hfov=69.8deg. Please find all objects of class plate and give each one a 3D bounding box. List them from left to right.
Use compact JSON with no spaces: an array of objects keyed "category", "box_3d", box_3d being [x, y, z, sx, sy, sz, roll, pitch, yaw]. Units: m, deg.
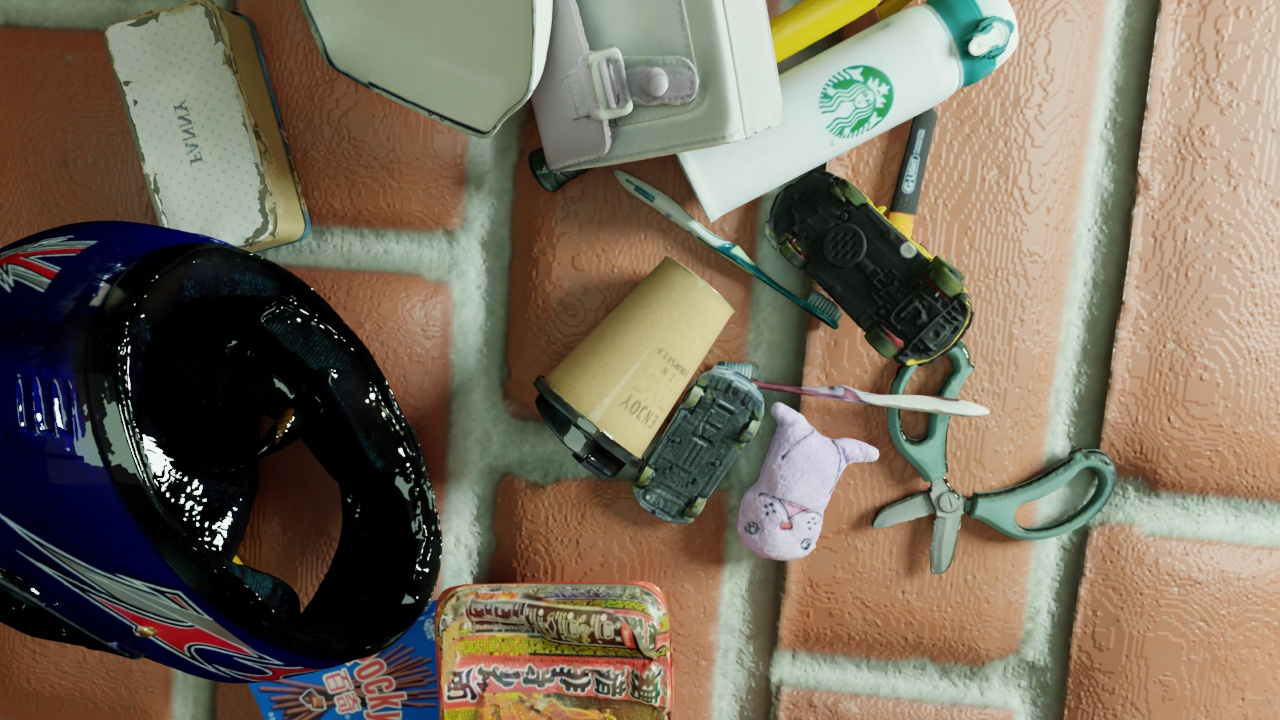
[{"category":"plate","box_3d":[-0.134,-0.234,0.539,0.266,0.034,0.162,31,130,36]}]

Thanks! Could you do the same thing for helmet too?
[{"category":"helmet","box_3d":[-0.302,0.069,0.578,0.241,0.246,0.316,-11,127,24]}]

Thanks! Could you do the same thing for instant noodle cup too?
[{"category":"instant noodle cup","box_3d":[-0.057,0.241,0.653,0.164,0.079,0.189,-1,95,4]}]

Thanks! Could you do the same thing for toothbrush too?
[{"category":"toothbrush","box_3d":[0.062,-0.081,0.642,0.191,0.016,0.018,35,87,0]},{"category":"toothbrush","box_3d":[0.144,0.020,0.637,0.188,0.016,0.017,7,86,11]}]

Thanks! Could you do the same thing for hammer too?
[{"category":"hammer","box_3d":[0.060,-0.191,0.593,0.301,0.128,0.033,-25,95,17]}]

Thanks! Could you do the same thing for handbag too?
[{"category":"handbag","box_3d":[-0.012,-0.214,0.516,0.145,0.098,0.197,-3,109,34]}]

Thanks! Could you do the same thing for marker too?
[{"category":"marker","box_3d":[0.183,-0.113,0.630,0.018,0.015,0.124,12,97,4]}]

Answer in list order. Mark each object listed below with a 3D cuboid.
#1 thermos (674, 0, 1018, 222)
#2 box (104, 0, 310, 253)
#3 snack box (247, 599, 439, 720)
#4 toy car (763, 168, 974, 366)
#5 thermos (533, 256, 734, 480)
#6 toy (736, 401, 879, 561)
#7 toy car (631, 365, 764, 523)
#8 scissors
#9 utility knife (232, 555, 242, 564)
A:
[{"category":"thermos","box_3d":[0.131,-0.170,0.598,0.224,0.073,0.073,-27,94,7]},{"category":"box","box_3d":[-0.301,-0.162,0.639,0.090,0.061,0.184,-12,93,5]},{"category":"snack box","box_3d":[-0.208,0.239,0.686,0.157,0.026,0.084,-17,101,6]},{"category":"toy car","box_3d":[0.152,-0.065,0.613,0.156,0.041,0.071,47,110,19]},{"category":"thermos","box_3d":[-0.004,0.004,0.623,0.093,0.093,0.143,40,90,-1]},{"category":"toy","box_3d":[0.110,0.092,0.645,0.084,0.039,0.108,23,96,-5]},{"category":"toy car","box_3d":[0.040,0.060,0.648,0.054,0.036,0.121,30,109,-2]},{"category":"scissors","box_3d":[0.249,0.070,0.643,0.178,0.019,0.170,3,95,3]},{"category":"utility knife","box_3d":[-0.319,0.151,0.694,0.033,0.015,0.203,-40,93,9]}]
